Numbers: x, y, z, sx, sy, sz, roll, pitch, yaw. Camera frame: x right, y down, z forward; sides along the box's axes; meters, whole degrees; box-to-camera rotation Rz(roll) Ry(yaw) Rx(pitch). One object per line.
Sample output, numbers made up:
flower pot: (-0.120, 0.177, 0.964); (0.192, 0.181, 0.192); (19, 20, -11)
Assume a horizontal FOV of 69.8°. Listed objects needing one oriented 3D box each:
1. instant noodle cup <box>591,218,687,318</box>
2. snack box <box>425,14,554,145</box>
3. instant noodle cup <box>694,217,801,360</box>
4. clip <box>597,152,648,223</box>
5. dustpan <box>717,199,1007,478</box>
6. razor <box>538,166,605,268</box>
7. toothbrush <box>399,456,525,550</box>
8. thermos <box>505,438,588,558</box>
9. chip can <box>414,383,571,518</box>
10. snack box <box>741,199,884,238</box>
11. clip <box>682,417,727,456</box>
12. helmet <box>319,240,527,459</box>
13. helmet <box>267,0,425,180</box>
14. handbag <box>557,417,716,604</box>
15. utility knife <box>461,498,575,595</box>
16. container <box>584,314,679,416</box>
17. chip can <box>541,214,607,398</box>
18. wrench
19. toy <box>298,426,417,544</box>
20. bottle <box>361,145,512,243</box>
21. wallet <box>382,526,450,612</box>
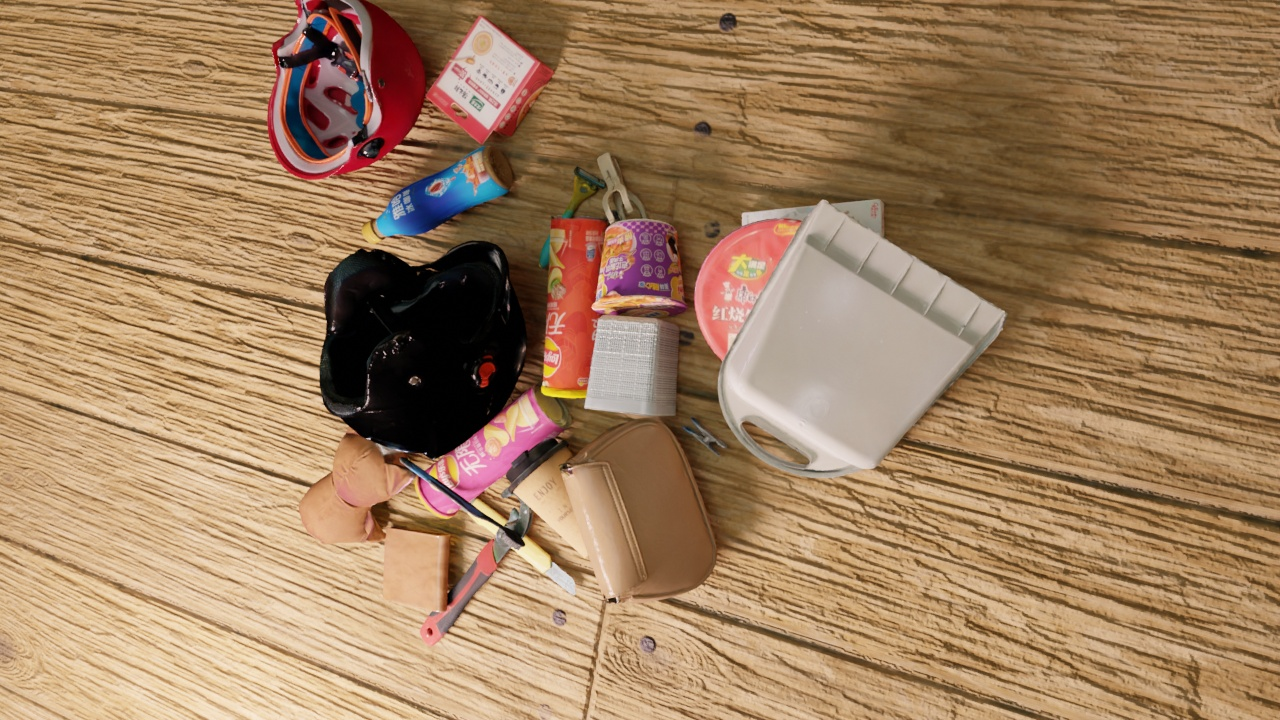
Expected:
instant noodle cup: (0.001, -0.107, 1.068); (0.112, 0.111, 0.099); (-1, 81, 22)
snack box: (-0.193, -0.353, 1.175); (0.113, 0.044, 0.127); (42, 104, 16)
instant noodle cup: (0.159, -0.068, 0.998); (0.194, 0.065, 0.194); (8, 116, 15)
clip: (-0.030, -0.202, 1.098); (0.035, 0.092, 0.103); (-25, 92, 20)
dustpan: (0.204, 0.005, 0.975); (0.222, 0.142, 0.258); (32, 92, 2)
razor: (-0.093, -0.174, 1.143); (0.043, 0.028, 0.133); (26, 101, -19)
toothbrush: (-0.222, 0.178, 1.139); (0.189, 0.014, 0.016); (36, 124, -4)
thermos: (-0.092, 0.166, 1.113); (0.093, 0.093, 0.143); (-43, 84, 16)
chip can: (-0.187, 0.115, 1.158); (0.211, 0.071, 0.071); (-37, 77, 18)
snack box: (0.193, -0.130, 1.029); (0.157, 0.026, 0.084); (-2, 89, 23)
clip: (0.077, 0.089, 1.078); (0.058, 0.026, 0.038); (42, 97, 17)
helmet: (-0.251, -0.014, 1.105); (0.274, 0.230, 0.233); (-37, 44, -5)
helmet: (-0.373, -0.350, 1.199); (0.207, 0.143, 0.241); (48, 121, 19)
handbag: (-0.005, 0.174, 1.052); (0.100, 0.147, 0.204); (-26, 81, 63)
utility knife: (-0.156, 0.235, 1.175); (0.196, 0.020, 0.031); (35, 108, 25)
container: (-0.006, 0.006, 1.077); (0.090, 0.089, 0.111); (5, 90, 21)
chip can: (-0.079, -0.065, 1.109); (0.073, 0.073, 0.216); (5, 95, 22)
wrench: (-0.214, 0.273, 1.191); (0.056, 0.016, 0.274); (41, 110, 21)
toy: (-0.362, 0.161, 1.209); (0.140, 0.130, 0.200); (46, 127, 14)
bottle: (-0.271, -0.207, 1.195); (0.219, 0.065, 0.065); (-22, 82, 21)
wallet: (-0.300, 0.276, 1.224); (0.115, 0.020, 0.101); (1, 87, 34)
